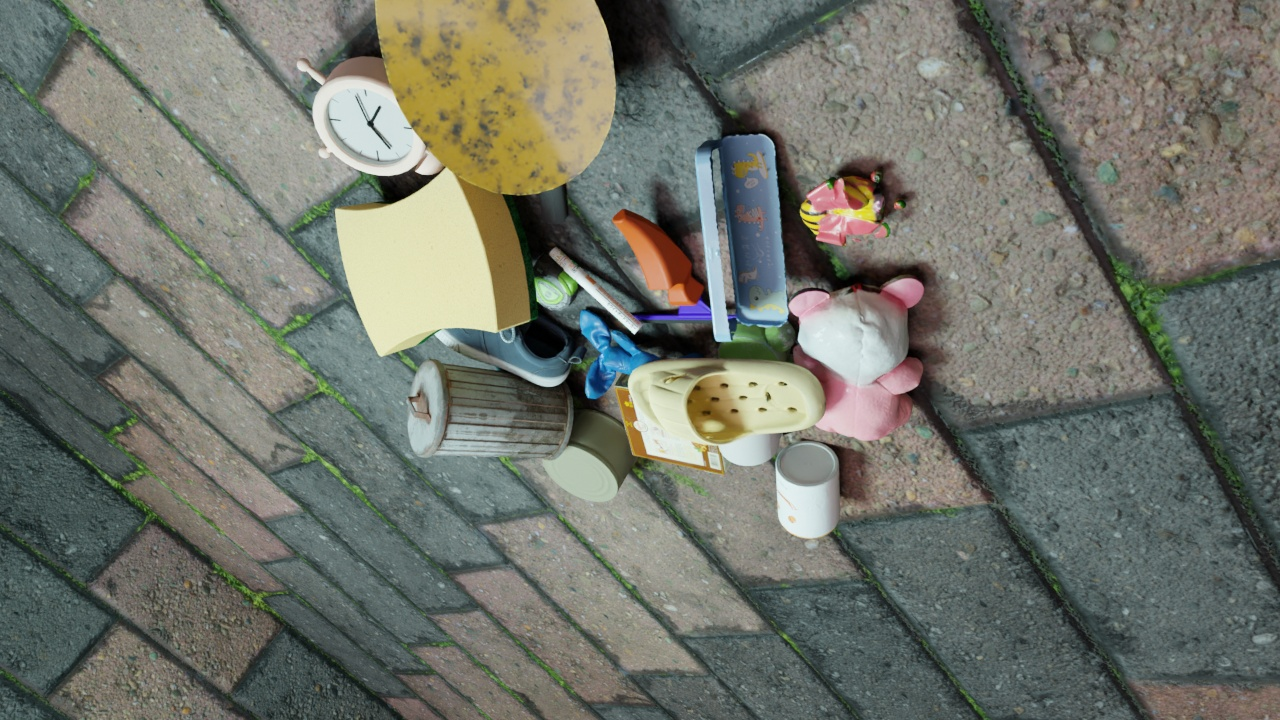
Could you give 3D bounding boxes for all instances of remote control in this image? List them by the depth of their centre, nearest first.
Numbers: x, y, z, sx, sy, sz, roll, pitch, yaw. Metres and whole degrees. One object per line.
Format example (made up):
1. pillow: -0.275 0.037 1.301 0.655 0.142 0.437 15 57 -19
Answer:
1. remote control: -0.106 -0.220 1.048 0.033 0.015 0.147 17 139 17

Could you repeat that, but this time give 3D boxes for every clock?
1. clock: -0.302 -0.287 1.066 0.160 0.086 0.131 13 138 8
2. clock: 0.143 -0.010 1.090 0.119 0.042 0.094 6 136 27

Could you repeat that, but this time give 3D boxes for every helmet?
1. helmet: -0.132 -0.300 0.886 0.205 0.131 0.255 -19 119 7

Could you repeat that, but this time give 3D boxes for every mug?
1. mug: 0.150 0.069 1.153 0.112 0.078 0.097 -8 133 2
2. mug: 0.220 0.169 1.200 0.082 0.082 0.105 11 136 23

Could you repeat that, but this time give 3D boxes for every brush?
1. brush: -0.255 -0.121 1.132 0.251 0.075 0.195 -9 100 37

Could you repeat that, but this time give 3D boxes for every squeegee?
1. squeegee: 0.028 -0.107 1.049 0.250 0.055 0.185 3 149 42

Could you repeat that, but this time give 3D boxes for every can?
1. can: -0.075 0.142 1.366 0.128 0.073 0.128 18 139 16

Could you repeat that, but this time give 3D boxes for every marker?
1. marker: -0.056 -0.087 1.137 0.145 0.017 0.017 42 141 2

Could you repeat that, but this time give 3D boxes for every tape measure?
1. tape measure: -0.110 -0.097 1.167 0.065 0.035 0.059 36 132 -1

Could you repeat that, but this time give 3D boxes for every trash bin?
1. trash bin: -0.214 0.072 1.261 0.210 0.130 0.131 7 153 -32

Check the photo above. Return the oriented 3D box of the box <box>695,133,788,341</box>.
1. box: 0.109 -0.123 0.939 0.079 0.072 0.210 -1 115 15

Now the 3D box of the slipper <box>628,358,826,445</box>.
1. slipper: 0.086 0.058 1.054 0.262 0.079 0.111 -4 123 39

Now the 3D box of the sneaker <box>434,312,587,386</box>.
1. sneaker: -0.187 -0.046 1.229 0.235 0.089 0.088 26 145 -3

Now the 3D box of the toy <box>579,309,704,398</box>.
1. toy: -0.007 0.007 1.178 0.176 0.070 0.113 14 118 17

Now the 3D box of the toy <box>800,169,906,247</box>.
1. toy: 0.202 -0.148 0.907 0.084 0.046 0.104 36 148 -27

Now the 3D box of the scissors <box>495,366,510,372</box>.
1. scissors: -0.210 -0.016 1.328 0.131 0.019 0.150 27 142 4

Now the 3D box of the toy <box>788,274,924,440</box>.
1. toy: 0.236 -0.002 1.002 0.142 0.084 0.213 2 132 14

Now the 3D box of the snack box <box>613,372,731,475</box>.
1. snack box: 0.047 0.083 1.250 0.147 0.041 0.143 9 136 24
